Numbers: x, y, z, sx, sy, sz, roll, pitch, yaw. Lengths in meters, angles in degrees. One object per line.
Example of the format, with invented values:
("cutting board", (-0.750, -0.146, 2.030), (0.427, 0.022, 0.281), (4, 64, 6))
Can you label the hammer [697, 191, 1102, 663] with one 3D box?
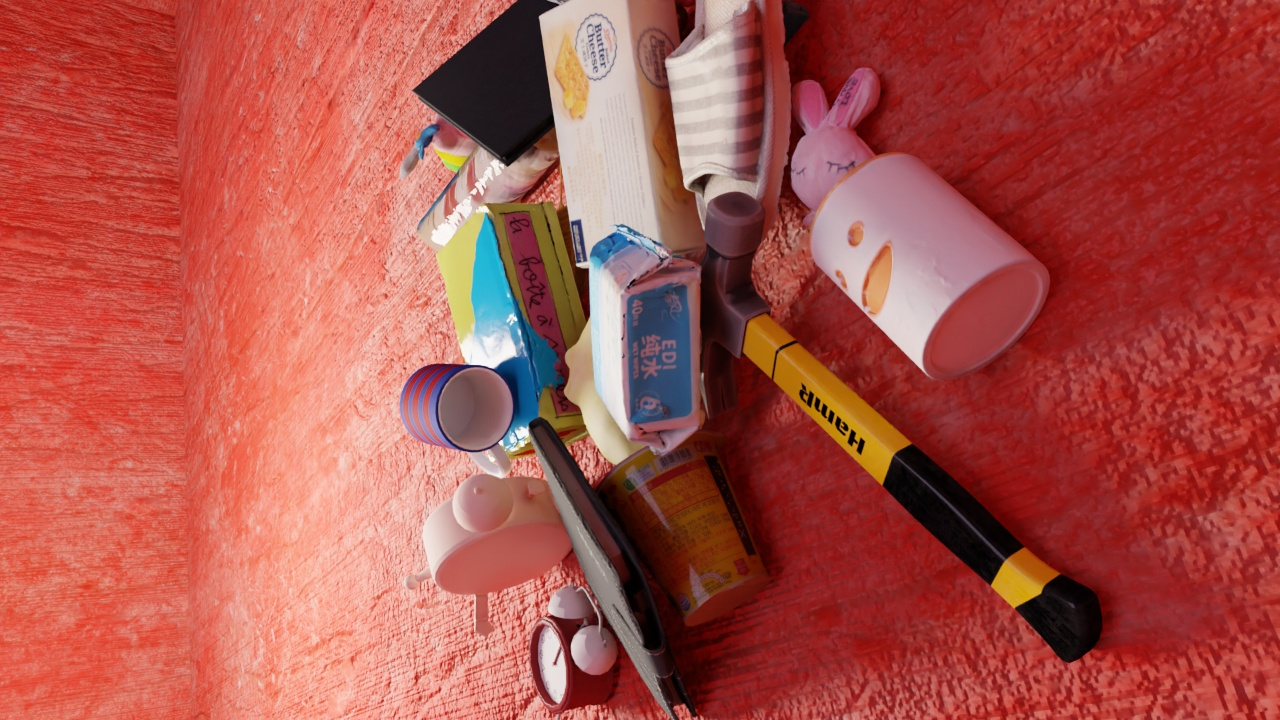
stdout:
("hammer", (0.130, 0.045, 0.544), (0.324, 0.034, 0.170), (47, 148, 37))

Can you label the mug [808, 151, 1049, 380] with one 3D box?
("mug", (0.155, -0.053, 0.503), (0.105, 0.082, 0.082), (57, 130, 39))

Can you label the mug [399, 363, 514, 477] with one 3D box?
("mug", (-0.154, 0.056, 0.811), (0.076, 0.074, 0.112), (1, 124, 53))

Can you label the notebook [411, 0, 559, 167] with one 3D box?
("notebook", (-0.111, -0.276, 0.864), (0.169, 0.019, 0.231), (-42, 43, -5))

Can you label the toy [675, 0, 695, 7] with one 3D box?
("toy", (0.063, -0.324, 0.684), (0.135, 0.045, 0.091), (-29, 62, 43))

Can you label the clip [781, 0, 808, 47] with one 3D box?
("clip", (0.067, -0.226, 0.691), (0.118, 0.033, 0.120), (55, 129, 46))

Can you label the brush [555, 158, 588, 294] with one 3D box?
("brush", (-0.070, -0.125, 0.874), (0.048, 0.017, 0.126), (-9, 80, 53))

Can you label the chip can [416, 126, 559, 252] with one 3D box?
("chip can", (-0.158, -0.180, 0.953), (0.230, 0.079, 0.079), (-36, 58, 47))

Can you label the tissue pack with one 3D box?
("tissue pack", (0.004, -0.018, 0.621), (0.093, 0.061, 0.144), (-130, 34, -63))

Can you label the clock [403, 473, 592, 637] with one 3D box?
("clock", (-0.123, 0.167, 0.825), (0.161, 0.130, 0.086), (-58, 44, 32))

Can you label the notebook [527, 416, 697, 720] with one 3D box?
("notebook", (-0.021, 0.162, 0.682), (0.169, 0.029, 0.209), (49, 163, 47))

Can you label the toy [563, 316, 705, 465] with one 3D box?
("toy", (-0.004, 0.004, 0.734), (0.155, 0.064, 0.170), (-7, 77, 44))

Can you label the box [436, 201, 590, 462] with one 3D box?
("box", (-0.111, -0.024, 0.853), (0.125, 0.079, 0.221), (-33, 71, 50))

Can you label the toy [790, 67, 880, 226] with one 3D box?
("toy", (0.123, -0.132, 0.586), (0.064, 0.047, 0.110), (-9, 76, 46))

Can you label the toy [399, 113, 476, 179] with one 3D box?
("toy", (-0.187, -0.233, 0.986), (0.132, 0.123, 0.097), (-22, 109, 49))

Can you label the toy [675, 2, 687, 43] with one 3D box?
("toy", (0.008, -0.255, 0.756), (0.055, 0.041, 0.102), (19, 125, 12))

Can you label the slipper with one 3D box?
("slipper", (0.056, -0.213, 0.621), (0.114, 0.054, 0.272), (-176, 85, -70))

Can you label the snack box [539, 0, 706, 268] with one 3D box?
("snack box", (-0.014, -0.182, 0.723), (0.104, 0.057, 0.208), (-2, 99, 47))

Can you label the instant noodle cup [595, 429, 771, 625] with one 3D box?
("instant noodle cup", (0.034, 0.123, 0.652), (0.101, 0.100, 0.112), (-51, 57, 39))

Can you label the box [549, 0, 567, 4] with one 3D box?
("box", (-0.050, -0.367, 0.828), (0.118, 0.063, 0.213), (-56, 42, 12))

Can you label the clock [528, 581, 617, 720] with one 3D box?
("clock", (-0.059, 0.253, 0.797), (0.087, 0.044, 0.125), (50, 131, 45))
